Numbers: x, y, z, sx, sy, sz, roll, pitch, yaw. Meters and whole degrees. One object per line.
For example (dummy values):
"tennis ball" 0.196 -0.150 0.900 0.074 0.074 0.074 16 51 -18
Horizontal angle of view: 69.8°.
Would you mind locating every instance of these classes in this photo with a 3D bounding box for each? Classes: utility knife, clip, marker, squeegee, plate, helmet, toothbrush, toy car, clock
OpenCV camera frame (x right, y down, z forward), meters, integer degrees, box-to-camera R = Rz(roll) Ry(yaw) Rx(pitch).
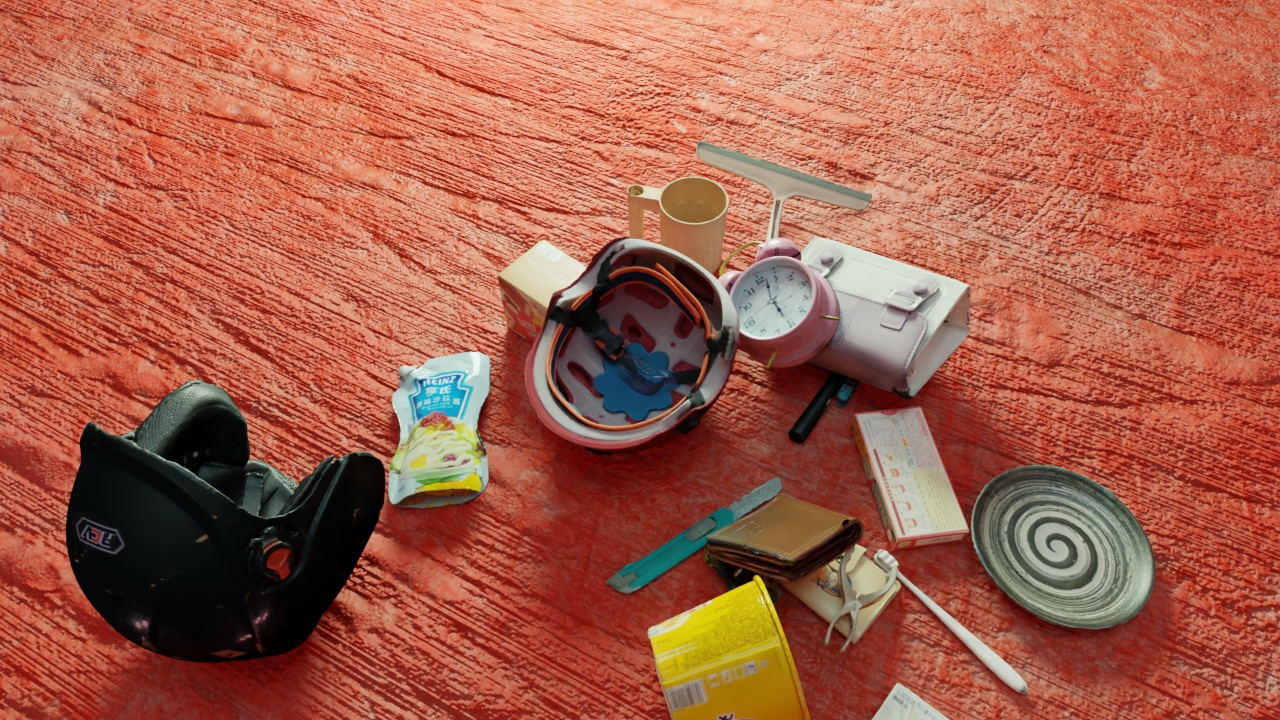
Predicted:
"utility knife" 0.060 0.176 0.936 0.216 0.013 0.029 -29 58 -20
"clip" 0.193 0.216 0.866 0.103 0.035 0.092 -37 68 -13
"marker" 0.205 0.041 1.034 0.022 0.020 0.131 34 59 10
"squeegee" 0.169 -0.144 1.166 0.247 0.040 0.249 16 58 -9
"plate" 0.418 0.185 0.916 0.179 0.024 0.179 1 53 -1
"helmet" -0.373 0.148 0.808 0.234 0.274 0.230 16 80 25
"clip" 0.238 0.029 1.043 0.014 0.043 0.056 24 56 21
"toothbrush" 0.295 0.247 0.877 0.016 0.016 0.180 -35 60 -21
"helmet" -0.006 0.006 0.991 0.207 0.144 0.239 36 76 20
"toy car" 0.100 0.204 0.894 0.043 0.036 0.091 -50 62 20
"clock" 0.143 -0.070 1.007 0.117 0.060 0.158 -38 53 11

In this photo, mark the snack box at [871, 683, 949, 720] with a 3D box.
"snack box" 0.214 0.364 0.783 0.085 0.027 0.156 34 59 24

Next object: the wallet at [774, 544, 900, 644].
"wallet" 0.189 0.210 0.903 0.115 0.024 0.087 35 59 26

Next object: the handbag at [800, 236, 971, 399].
"handbag" 0.249 -0.050 1.036 0.197 0.098 0.144 24 63 36

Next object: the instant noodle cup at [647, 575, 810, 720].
"instant noodle cup" 0.073 0.270 0.796 0.110 0.138 0.138 -18 54 -1

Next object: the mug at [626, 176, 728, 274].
"mug" 0.044 -0.164 1.141 0.125 0.104 0.084 10 53 8

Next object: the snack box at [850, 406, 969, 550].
"snack box" 0.281 0.121 0.967 0.077 0.027 0.155 -6 53 -4

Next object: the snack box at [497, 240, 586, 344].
"snack box" -0.104 -0.068 1.074 0.093 0.094 0.076 34 60 24

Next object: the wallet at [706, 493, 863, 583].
"wallet" 0.135 0.163 0.860 0.101 0.032 0.124 9 20 43

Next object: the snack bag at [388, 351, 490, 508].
"snack bag" -0.219 0.070 1.008 0.110 0.039 0.190 -12 52 5
